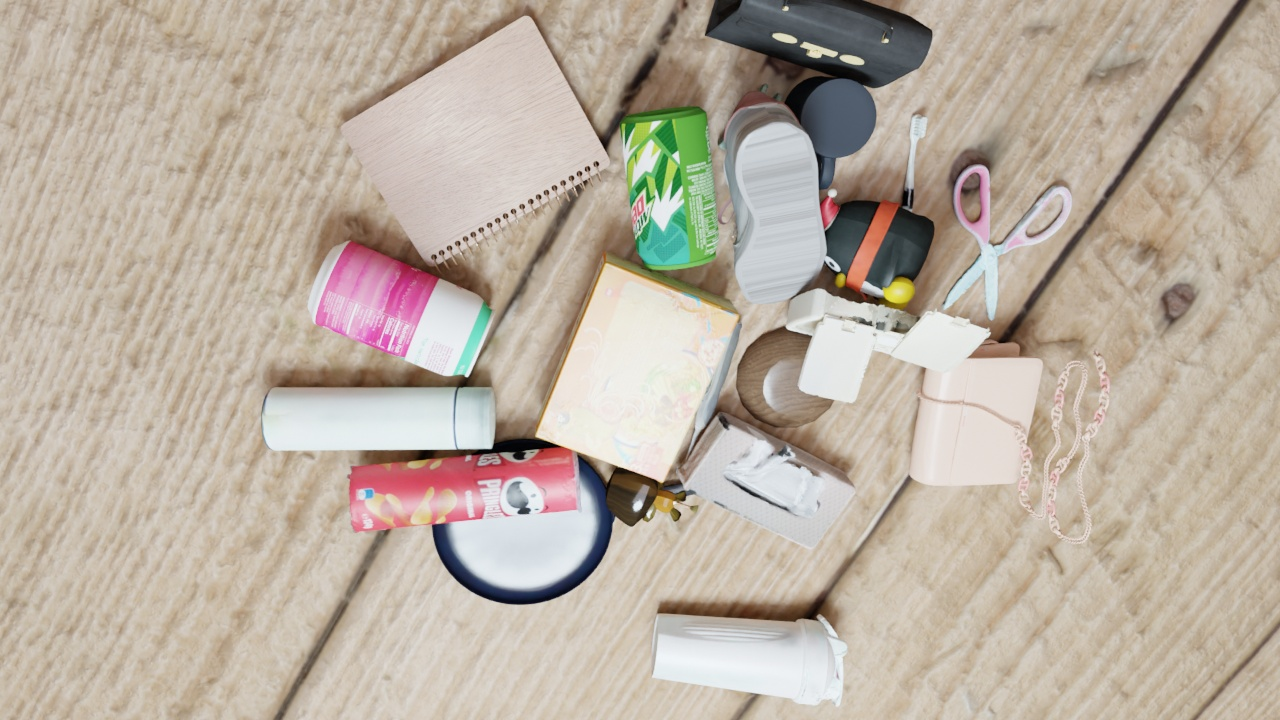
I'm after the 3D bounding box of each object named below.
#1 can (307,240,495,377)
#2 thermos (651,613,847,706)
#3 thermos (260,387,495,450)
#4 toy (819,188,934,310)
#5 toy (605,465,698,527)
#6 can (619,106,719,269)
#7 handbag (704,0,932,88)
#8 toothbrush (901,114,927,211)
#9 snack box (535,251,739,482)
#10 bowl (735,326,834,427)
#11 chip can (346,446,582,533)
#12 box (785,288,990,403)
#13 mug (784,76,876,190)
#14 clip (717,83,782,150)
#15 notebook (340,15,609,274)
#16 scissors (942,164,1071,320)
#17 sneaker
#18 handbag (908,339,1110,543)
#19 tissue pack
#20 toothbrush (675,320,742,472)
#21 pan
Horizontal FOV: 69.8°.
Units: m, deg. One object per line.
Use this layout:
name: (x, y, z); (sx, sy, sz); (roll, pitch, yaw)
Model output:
can: (-0.234, -0.049, 0.905); (0.166, 0.088, 0.088); (23, 105, -11)
thermos: (0.125, 0.338, 1.060); (0.220, 0.099, 0.099); (7, 108, -2)
thermos: (-0.267, 0.060, 0.952); (0.230, 0.068, 0.068); (1, 108, -5)
toy: (0.226, -0.115, 0.914); (0.119, 0.097, 0.099); (25, 90, 12)
toy: (0.013, 0.146, 0.987); (0.100, 0.063, 0.076); (18, 66, 2)
can: (0.030, -0.166, 0.885); (0.083, 0.083, 0.144); (-8, 109, -1)
handbag: (0.162, -0.293, 0.792); (0.175, 0.195, 0.072); (14, 107, -9)
toothbrush: (0.274, -0.155, 0.940); (0.012, 0.017, 0.187); (-2, 109, -12)
snack box: (-0.006, 0.006, 0.942); (0.145, 0.080, 0.195); (21, 105, -9)
bowl: (0.163, 0.023, 0.986); (0.118, 0.030, 0.118); (-1, 109, -3)
chip can: (-0.180, 0.132, 0.951); (0.233, 0.073, 0.073); (-5, 109, -6)
box: (0.226, -0.007, 0.882); (0.143, 0.194, 0.101); (12, 84, -6)
mug: (0.178, -0.217, 0.881); (0.071, 0.077, 0.105); (2, 108, -5)
clip: (0.109, -0.234, 0.901); (0.047, 0.023, 0.076); (30, 106, -15)
notebook: (-0.155, -0.205, 0.894); (0.210, 0.022, 0.169); (-29, 107, 6)
scissors: (0.384, -0.124, 0.960); (0.158, 0.014, 0.172); (-10, 109, 0)
sneaker: (0.124, -0.157, 0.886); (0.099, 0.089, 0.236); (-7, 141, 2)
handbag: (0.363, 0.068, 0.932); (0.116, 0.187, 0.199); (-2, 113, -11)
tissue pack: (0.142, 0.131, 0.994); (0.181, 0.071, 0.104); (29, 106, -17)
toothbrush: (0.072, 0.043, 0.990); (0.024, 0.022, 0.186); (10, 107, -22)
pan: (-0.053, 0.164, 1.025); (0.356, 0.021, 0.199); (-11, 107, -4)
